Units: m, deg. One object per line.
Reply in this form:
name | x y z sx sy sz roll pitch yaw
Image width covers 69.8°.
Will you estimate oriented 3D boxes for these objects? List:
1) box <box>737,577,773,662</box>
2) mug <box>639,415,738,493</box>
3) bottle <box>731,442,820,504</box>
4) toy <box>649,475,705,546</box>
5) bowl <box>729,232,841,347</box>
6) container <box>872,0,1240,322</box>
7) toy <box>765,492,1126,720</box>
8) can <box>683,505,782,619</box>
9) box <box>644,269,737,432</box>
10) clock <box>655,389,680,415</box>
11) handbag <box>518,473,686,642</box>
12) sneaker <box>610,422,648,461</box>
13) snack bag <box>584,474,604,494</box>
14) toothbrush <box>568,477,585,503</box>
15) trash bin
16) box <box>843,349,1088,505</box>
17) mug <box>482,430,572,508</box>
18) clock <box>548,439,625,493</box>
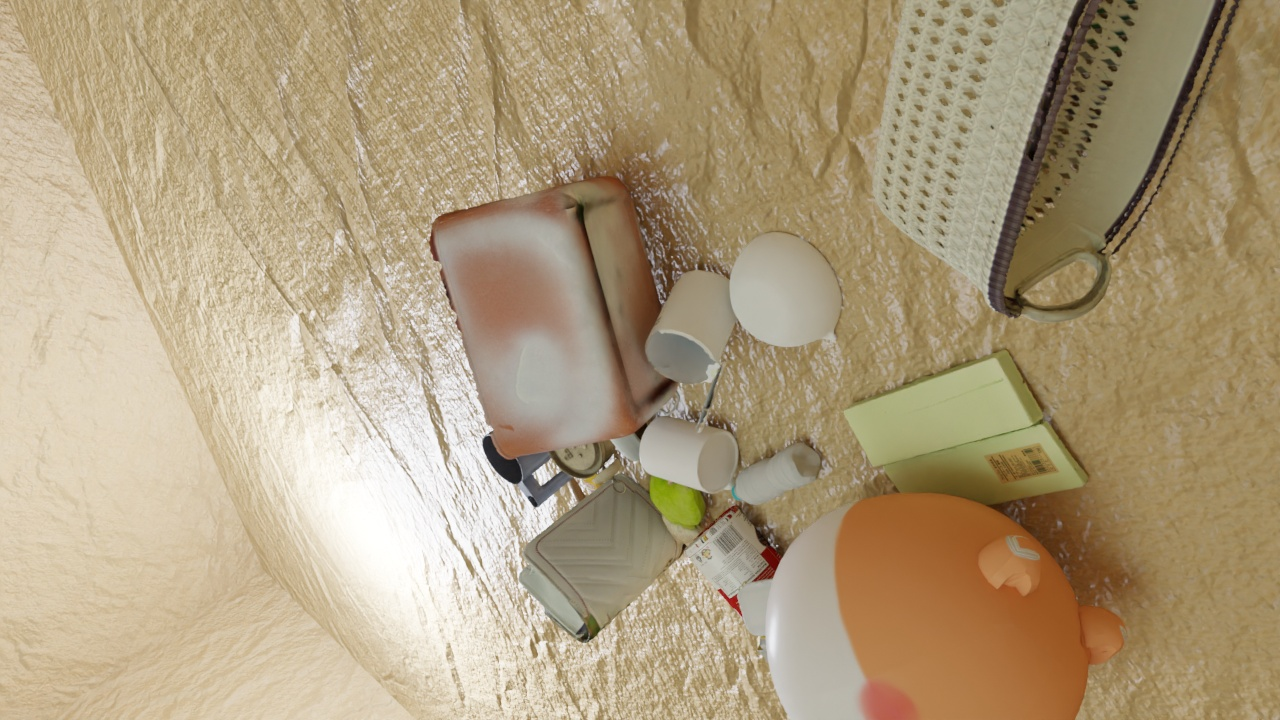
box | 0.217 0.281 1.000 0.210 0.045 0.128 -17 107 27
mug | 0.066 0.119 1.081 0.091 0.073 0.110 11 154 44
bottle | 0.144 0.129 1.012 0.044 0.044 0.137 52 145 1
toy | 0.052 0.194 1.175 0.092 0.043 0.118 17 133 46
bowl | 0.127 -0.058 0.863 0.115 0.050 0.115 30 139 30
container | 0.240 -0.160 0.541 0.143 0.184 0.252 38 144 36
toy | 0.252 0.245 0.800 0.262 0.265 0.282 38 130 -20
can | 0.122 0.245 1.101 0.116 0.086 0.087 48 145 7
box | 0.052 -0.013 0.899 0.094 0.165 0.084 28 142 3
clock | -0.006 0.006 1.075 0.137 0.048 0.096 45 144 12
handbag | -0.048 0.262 1.218 0.142 0.198 0.096 42 142 20
sneaker | -0.079 0.042 1.140 0.079 0.087 0.235 -43 79 15
snack bag | -0.058 0.203 1.331 0.026 0.020 0.099 14 130 41
toothbrush | -0.095 0.197 1.372 0.016 0.016 0.167 -7 114 51
trash bin | -0.076 -0.051 0.942 0.158 0.181 0.260 -12 101 24
box | 0.283 0.075 0.822 0.138 0.029 0.188 58 145 -4
mug | -0.145 0.128 1.293 0.124 0.103 0.084 53 145 1
clock | -0.065 0.121 1.235 0.141 0.054 0.093 50 130 5
